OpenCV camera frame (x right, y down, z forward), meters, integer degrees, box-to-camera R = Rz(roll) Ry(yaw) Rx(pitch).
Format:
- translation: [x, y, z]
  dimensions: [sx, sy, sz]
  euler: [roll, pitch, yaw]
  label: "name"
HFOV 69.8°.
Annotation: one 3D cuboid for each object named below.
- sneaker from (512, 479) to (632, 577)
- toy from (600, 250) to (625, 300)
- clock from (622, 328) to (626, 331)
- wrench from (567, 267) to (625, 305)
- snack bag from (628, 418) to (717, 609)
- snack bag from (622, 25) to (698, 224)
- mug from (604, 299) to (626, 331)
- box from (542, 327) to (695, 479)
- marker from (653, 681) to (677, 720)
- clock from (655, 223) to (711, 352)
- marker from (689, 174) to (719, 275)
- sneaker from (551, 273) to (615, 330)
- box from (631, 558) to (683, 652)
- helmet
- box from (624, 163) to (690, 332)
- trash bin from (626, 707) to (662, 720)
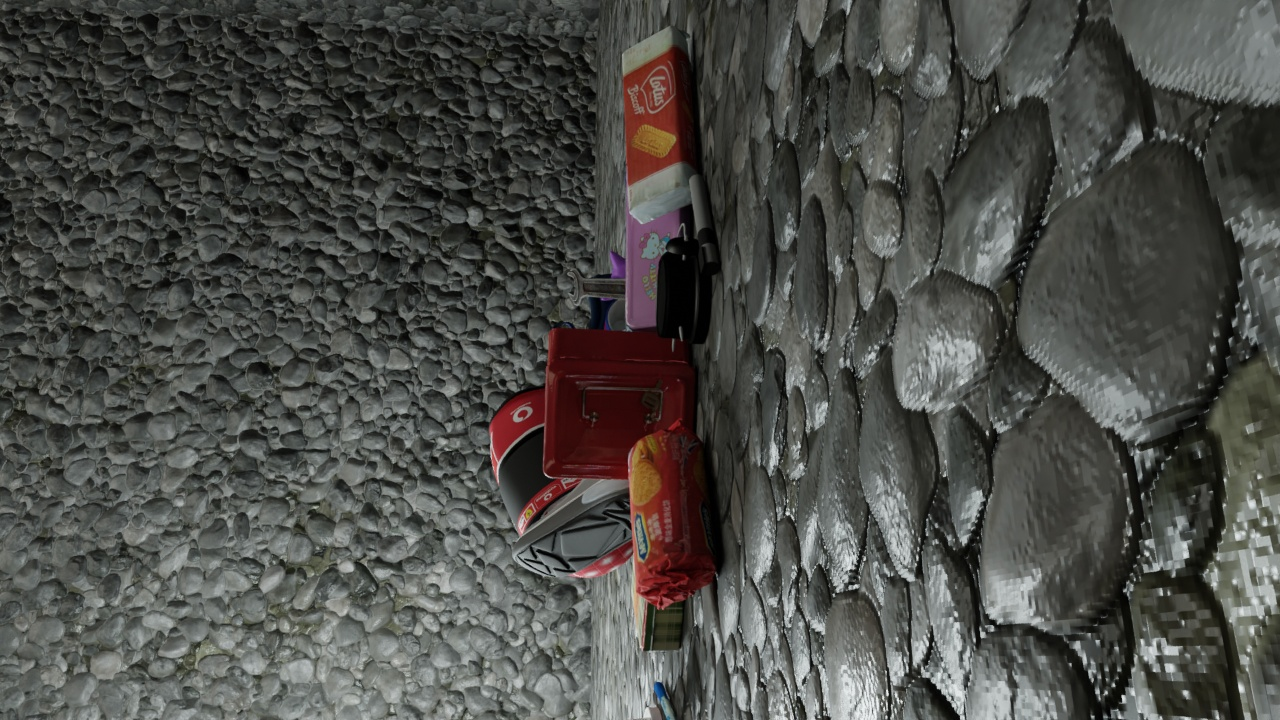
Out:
- translation: [-0.061, 0.166, 1.172]
  dimensions: [0.257, 0.093, 0.160]
  euler: [-33, 34, 34]
  label: "sneaker"
- translation: [-0.015, -0.118, 1.281]
  dimensions: [0.056, 0.106, 0.088]
  euler: [54, -176, 21]
  label: "toy"
- translation: [-0.007, 0.007, 1.183]
  dimensions: [0.094, 0.035, 0.123]
  euler: [55, 154, 13]
  label: "clock"
- translation: [-0.031, -0.094, 1.199]
  dimensions: [0.274, 0.010, 0.070]
  euler: [10, 111, 58]
  label: "wrench"
- translation: [0.029, 0.141, 0.829]
  dimensions: [0.082, 0.082, 0.176]
  euler: [97, 172, -47]
  label: "snack bag"
- translation: [0.021, -0.257, 0.989]
  dimensions: [0.041, 0.078, 0.224]
  euler: [28, -129, -49]
  label: "snack bag"
- translation: [-0.005, -0.026, 1.269]
  dimensions: [0.112, 0.075, 0.076]
  euler: [63, 164, 19]
  label: "mug"
- translation: [-0.025, 0.037, 0.994]
  dimensions: [0.165, 0.157, 0.152]
  euler: [-111, 26, -82]
  label: "box"
- translation: [0.030, 0.396, 1.050]
  dimensions: [0.142, 0.013, 0.013]
  euler: [161, 110, -83]
  label: "marker"
- translation: [0.040, -0.073, 0.900]
  dimensions: [0.091, 0.042, 0.120]
  euler: [126, 145, -80]
  label: "clock"
- translation: [0.059, -0.130, 0.863]
  dimensions: [0.016, 0.016, 0.140]
  euler: [97, 172, -45]
  label: "marker"
- translation: [-0.062, 0.010, 1.426]
  dimensions: [0.120, 0.127, 0.294]
  euler: [-19, -77, -86]
  label: "sneaker"
- translation: [0.021, 0.207, 1.011]
  dimensions: [0.117, 0.050, 0.206]
  euler: [-99, 11, -65]
  label: "box"
- translation: [-0.095, 0.195, 1.322]
  dimensions: [0.224, 0.197, 0.271]
  euler: [58, 176, 41]
  label: "helmet"
- translation: [0.030, -0.129, 1.035]
  dimensions: [0.092, 0.090, 0.214]
  euler: [18, -111, -56]
  label: "box"
- translation: [-0.077, 0.536, 1.140]
  dimensions: [0.195, 0.199, 0.195]
  euler: [180, 92, -85]
  label: "trash bin"
